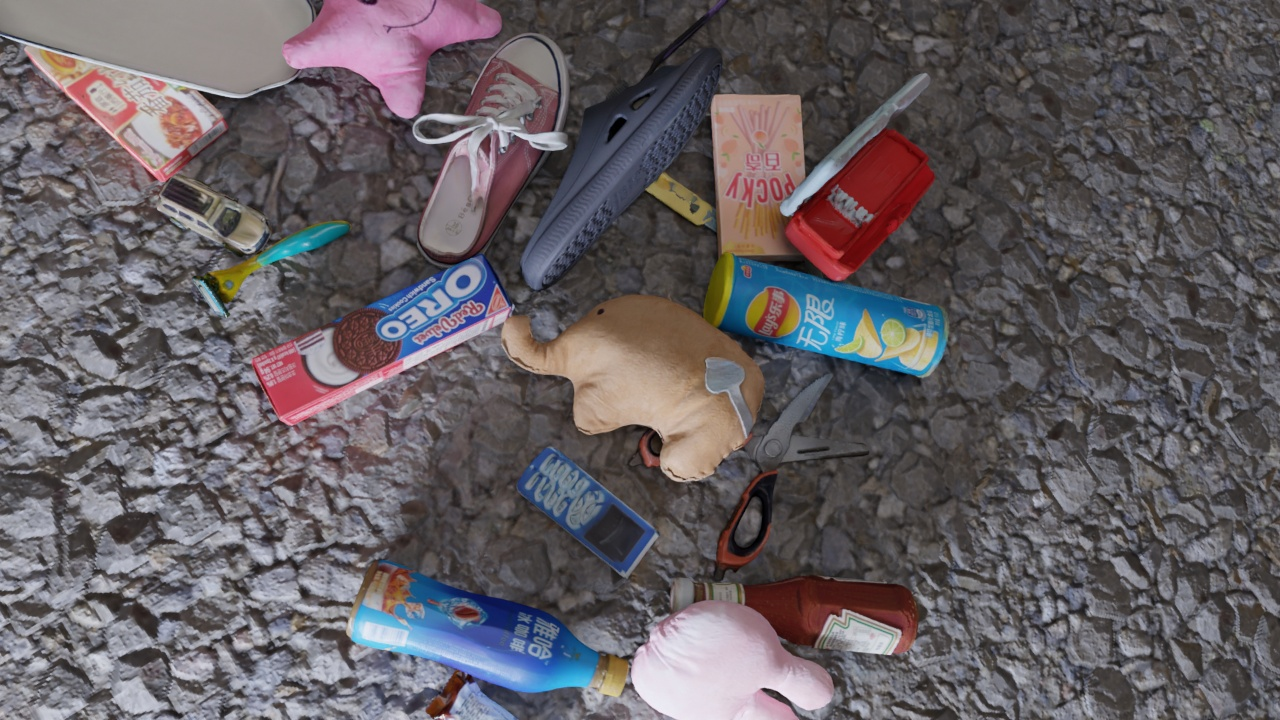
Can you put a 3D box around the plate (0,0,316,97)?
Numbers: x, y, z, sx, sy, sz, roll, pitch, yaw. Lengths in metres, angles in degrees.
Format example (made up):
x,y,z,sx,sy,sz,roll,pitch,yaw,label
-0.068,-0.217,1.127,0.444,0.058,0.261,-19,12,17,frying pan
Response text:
x,y,z,sx,sy,sz,roll,pitch,yaw,label
-0.415,-0.299,0.775,0.265,0.034,0.161,10,64,-18,plate

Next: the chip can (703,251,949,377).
x,y,z,sx,sy,sz,roll,pitch,yaw,label
0.167,-0.040,0.834,0.210,0.071,0.071,13,75,-9,chip can

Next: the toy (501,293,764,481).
x,y,z,sx,sy,sz,roll,pitch,yaw,label
-0.005,0.005,0.784,0.226,0.083,0.143,27,63,12,toy

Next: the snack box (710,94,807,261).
x,y,z,sx,sy,sz,roll,pitch,yaw,label
0.112,-0.171,0.859,0.084,0.026,0.157,-2,81,-6,snack box

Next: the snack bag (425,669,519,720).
x,y,z,sx,sy,sz,roll,pitch,yaw,label
-0.116,0.290,0.726,0.105,0.026,0.045,37,82,0,snack bag

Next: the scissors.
x,y,z,sx,sy,sz,roll,pitch,yaw,label
0.099,0.087,0.822,0.189,0.015,0.224,32,73,-3,scissors

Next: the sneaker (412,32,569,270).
x,y,z,sx,sy,sz,roll,pitch,yaw,label
-0.126,-0.193,0.802,0.118,0.088,0.240,25,75,-5,sneaker

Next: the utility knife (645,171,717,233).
x,y,z,sx,sy,sz,roll,pitch,yaw,label
0.017,-0.169,0.866,0.178,0.019,0.031,36,79,-6,utility knife

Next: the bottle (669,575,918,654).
x,y,z,sx,sy,sz,roll,pitch,yaw,label
0.128,0.210,0.778,0.206,0.060,0.059,7,76,-5,bottle

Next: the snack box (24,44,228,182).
x,y,z,sx,sy,sz,roll,pitch,yaw,label
-0.436,-0.230,0.782,0.153,0.025,0.075,43,73,0,snack box

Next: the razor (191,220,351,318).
x,y,z,sx,sy,sz,roll,pitch,yaw,label
-0.306,-0.086,0.773,0.132,0.043,0.028,-33,44,-18,razor

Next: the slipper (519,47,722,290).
x,y,z,sx,sy,sz,roll,pitch,yaw,label
-0.030,-0.183,0.800,0.083,0.111,0.268,39,84,4,slipper

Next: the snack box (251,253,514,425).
x,y,z,sx,sy,sz,roll,pitch,yaw,label
-0.209,-0.018,0.762,0.207,0.058,0.057,-27,87,-16,snack box

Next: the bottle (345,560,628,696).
x,y,z,sx,sy,sz,roll,pitch,yaw,label
-0.116,0.218,0.723,0.218,0.065,0.065,19,74,-7,bottle

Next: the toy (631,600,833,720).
x,y,z,sx,sy,sz,roll,pitch,yaw,label
0.073,0.256,0.743,0.159,0.054,0.121,32,111,-13,toy

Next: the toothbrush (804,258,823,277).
x,y,z,sx,sy,sz,roll,pitch,yaw,label
0.148,-0.149,0.882,0.029,0.020,0.189,-18,81,24,toothbrush

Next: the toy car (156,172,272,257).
x,y,z,sx,sy,sz,roll,pitch,yaw,label
-0.356,-0.122,0.769,0.090,0.035,0.042,28,76,-7,toy car

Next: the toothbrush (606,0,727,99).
x,y,z,sx,sy,sz,roll,pitch,yaw,label
0.030,-0.307,0.898,0.017,0.014,0.188,39,73,12,toothbrush

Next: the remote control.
x,y,z,sx,sy,sz,roll,pitch,yaw,label
-0.045,0.128,0.778,0.125,0.024,0.049,39,73,1,remote control

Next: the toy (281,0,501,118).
x,y,z,sx,sy,sz,roll,pitch,yaw,label
-0.234,-0.310,0.807,0.178,0.075,0.194,44,62,-14,toy

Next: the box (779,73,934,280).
x,y,z,sx,sy,sz,roll,pitch,yaw,label
0.217,-0.168,0.831,0.094,0.100,0.200,44,55,2,box
